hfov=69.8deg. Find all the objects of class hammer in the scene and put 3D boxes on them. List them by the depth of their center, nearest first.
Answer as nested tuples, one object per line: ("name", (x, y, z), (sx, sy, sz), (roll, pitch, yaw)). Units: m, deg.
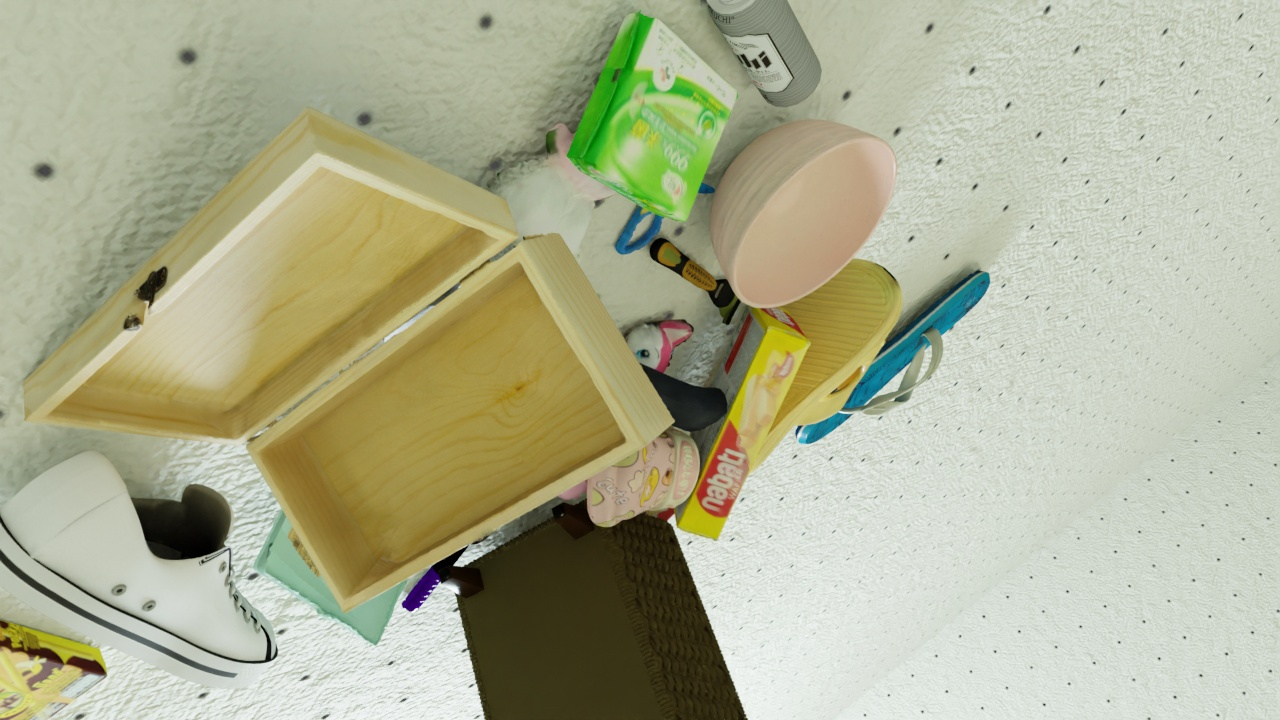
("hammer", (-0.041, 0.001, 0.655), (0.140, 0.035, 0.312), (-32, 145, 32))

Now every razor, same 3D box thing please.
("razor", (0.048, -0.068, 0.740), (0.144, 0.021, 0.044), (25, 93, -56))

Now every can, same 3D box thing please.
("can", (0.080, -0.206, 0.585), (0.044, 0.044, 0.106), (-45, 147, 8))

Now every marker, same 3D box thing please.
("marker", (-0.172, 0.177, 0.817), (0.134, 0.015, 0.018), (-51, 149, 17))

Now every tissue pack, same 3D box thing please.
("tissue pack", (0.010, -0.147, 0.564), (0.114, 0.034, 0.099), (20, 93, -51))

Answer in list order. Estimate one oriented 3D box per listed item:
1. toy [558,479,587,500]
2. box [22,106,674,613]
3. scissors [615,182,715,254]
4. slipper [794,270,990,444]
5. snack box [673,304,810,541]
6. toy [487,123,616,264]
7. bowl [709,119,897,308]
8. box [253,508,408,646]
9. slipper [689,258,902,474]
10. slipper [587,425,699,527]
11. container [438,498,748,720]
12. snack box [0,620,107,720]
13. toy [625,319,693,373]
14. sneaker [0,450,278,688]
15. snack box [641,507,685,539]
("toy", (-0.093, 0.083, 0.740), (0.123, 0.067, 0.158), (-34, 151, -6))
("box", (-0.151, 0.011, 0.500), (0.248, 0.118, 0.252), (-32, 127, 26))
("scissors", (0.009, -0.127, 0.641), (0.126, 0.013, 0.126), (0, 131, -49))
("slipper", (0.297, 0.011, 1.036), (0.294, 0.060, 0.118), (-39, 161, -7))
("snack box", (0.083, 0.051, 0.812), (0.042, 0.092, 0.201), (19, 107, -10))
("toy", (-0.052, -0.105, 0.579), (0.109, 0.041, 0.095), (-50, 144, 6))
("bowl", (0.109, -0.120, 0.688), (0.152, 0.076, 0.153), (-26, 146, -19))
("box", (-0.206, 0.133, 0.700), (0.138, 0.055, 0.187), (-48, 150, -19))
("slipper", (0.148, 0.012, 0.869), (0.078, 0.099, 0.264), (6, 130, -50))
("slipper", (0.011, 0.095, 0.789), (0.197, 0.081, 0.093), (14, 83, -76))
("container", (-0.035, 0.289, 0.785), (0.177, 0.320, 0.205), (-30, 147, 12))
("snack box", (-0.420, 0.195, 0.582), (0.061, 0.025, 0.149), (-37, 147, -6))
("toy", (-0.004, 0.004, 0.753), (0.102, 0.050, 0.066), (-15, 145, -25))
("sneaker", (-0.294, 0.129, 0.586), (0.097, 0.091, 0.246), (-46, 148, -18))
("snack box", (-0.029, 0.222, 0.992), (0.273, 0.044, 0.076), (-47, 152, 12))
